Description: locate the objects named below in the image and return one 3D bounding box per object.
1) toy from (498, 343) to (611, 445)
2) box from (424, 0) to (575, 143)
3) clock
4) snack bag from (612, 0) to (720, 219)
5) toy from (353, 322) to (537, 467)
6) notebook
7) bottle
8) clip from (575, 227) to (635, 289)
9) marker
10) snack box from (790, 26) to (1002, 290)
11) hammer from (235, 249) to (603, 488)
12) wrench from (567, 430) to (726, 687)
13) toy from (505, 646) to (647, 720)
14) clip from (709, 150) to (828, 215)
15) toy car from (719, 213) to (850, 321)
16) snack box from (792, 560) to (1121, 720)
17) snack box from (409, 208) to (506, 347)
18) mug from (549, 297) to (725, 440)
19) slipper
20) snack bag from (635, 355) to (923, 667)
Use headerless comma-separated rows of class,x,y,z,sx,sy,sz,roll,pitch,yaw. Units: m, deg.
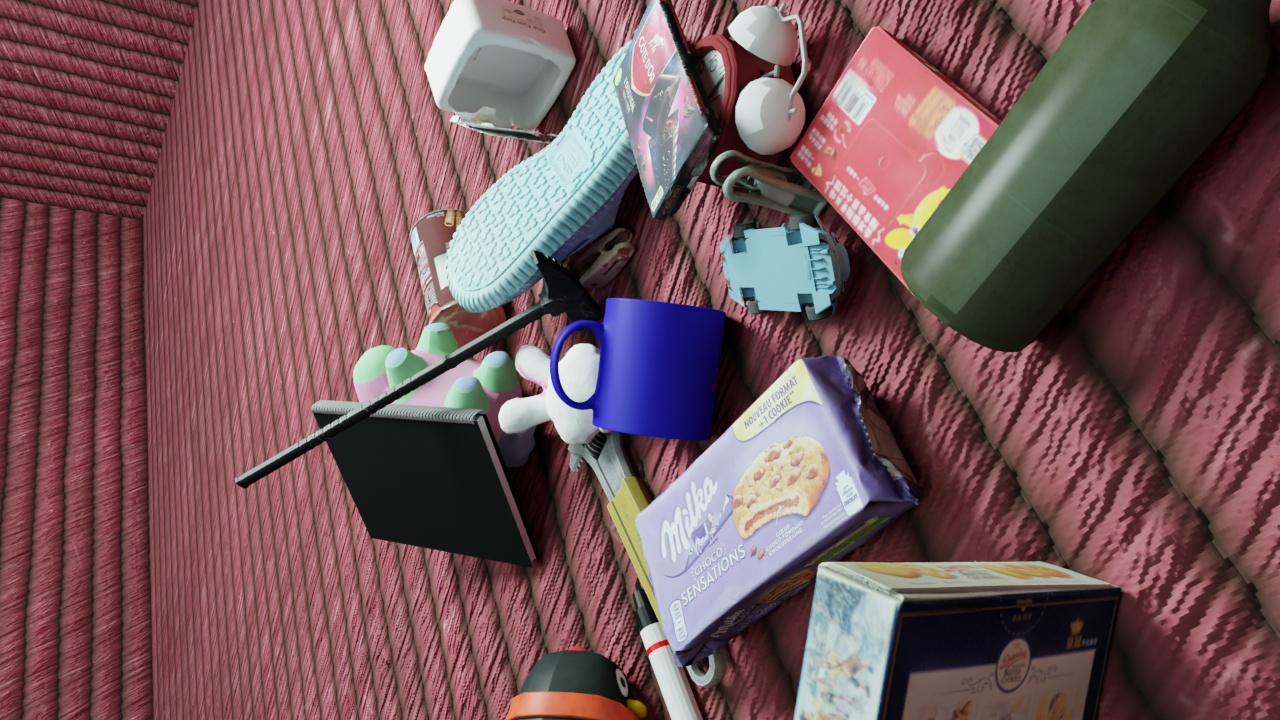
toy,-0.048,0.025,0.687,0.126,0.037,0.076,2,78,32
box,-0.114,-0.227,0.786,0.103,0.109,0.130,-48,48,39
clock,0.059,-0.160,0.577,0.138,0.048,0.096,-33,54,56
snack bag,0.014,-0.166,0.591,0.075,0.018,0.155,-57,35,41
toy,-0.177,0.054,0.839,0.222,0.119,0.171,22,135,25
notebook,-0.192,0.105,0.802,0.207,0.016,0.149,1,119,34
bottle,0.194,-0.100,0.375,0.207,0.071,0.071,-58,43,31
clip,-0.028,-0.081,0.718,0.062,0.025,0.047,-2,83,52
marker,0.021,0.211,0.612,0.019,0.019,0.145,-53,46,35
snack box,0.141,-0.108,0.491,0.089,0.021,0.133,-58,43,31
hammer,-0.188,0.018,0.719,0.325,0.095,0.015,-29,56,8
wrench,-0.002,0.107,0.658,0.084,0.018,0.273,-56,44,27
toy,-0.045,0.251,0.639,0.098,0.100,0.119,73,-161,-49
clip,0.074,-0.103,0.536,0.023,0.076,0.047,-59,44,30
toy car,0.088,-0.057,0.547,0.108,0.027,0.060,11,116,64
snack box,0.125,0.156,0.372,0.043,0.144,0.145,12,94,57
snack box,-0.177,-0.080,0.881,0.072,0.072,0.121,-50,47,38
mug,-0.004,0.004,0.599,0.079,0.111,0.083,-169,86,-78
slipper,-0.050,-0.135,0.719,0.277,0.069,0.116,-45,44,19
snack bag,0.070,0.092,0.528,0.206,0.058,0.096,-49,46,38
